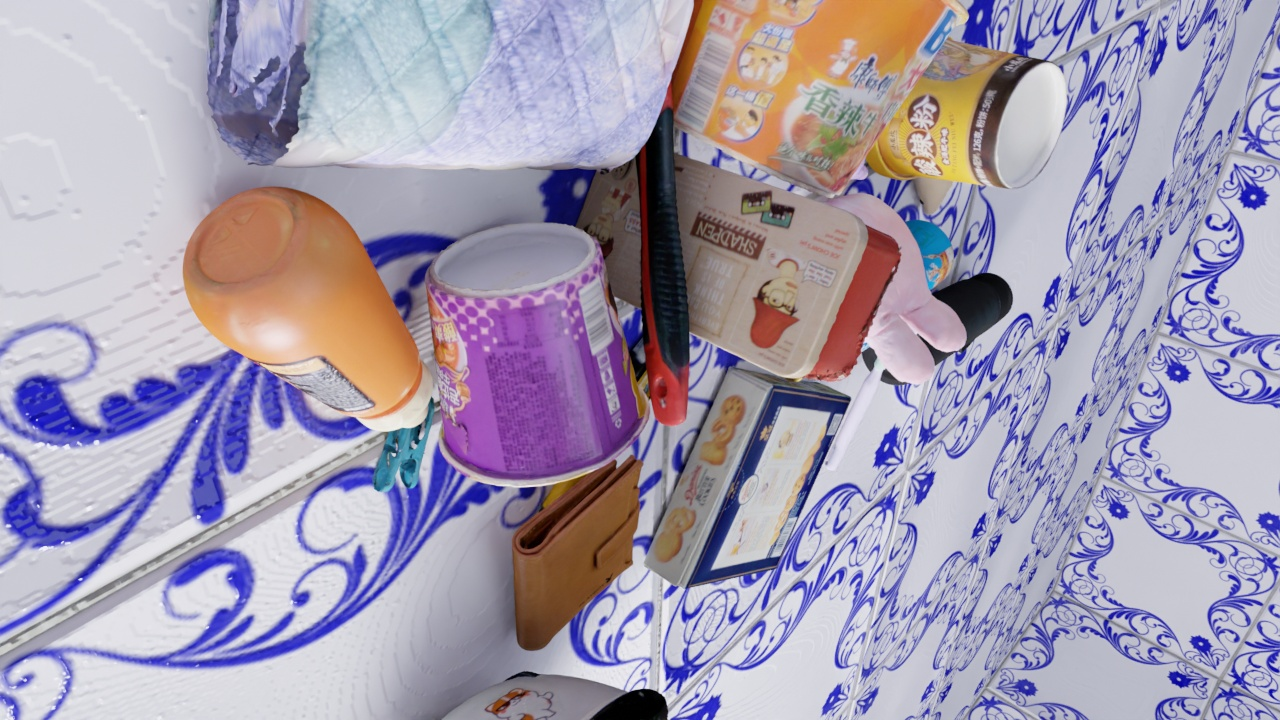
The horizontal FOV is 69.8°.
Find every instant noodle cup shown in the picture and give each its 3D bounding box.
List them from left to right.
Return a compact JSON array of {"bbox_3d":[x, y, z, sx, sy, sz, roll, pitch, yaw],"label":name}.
[{"bbox_3d":[-0.056,-0.009,0.457,0.111,0.112,0.099,-33,128,-36],"label":"instant noodle cup"},{"bbox_3d":[0.078,-0.163,0.491,0.151,0.151,0.111,0,121,-54],"label":"instant noodle cup"},{"bbox_3d":[0.251,-0.189,0.708,0.118,0.114,0.119,-20,123,-35],"label":"instant noodle cup"}]

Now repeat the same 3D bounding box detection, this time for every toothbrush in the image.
[{"bbox_3d":[0.204,0.032,0.821,0.029,0.021,0.190,-92,-165,-50],"label":"toothbrush"}]

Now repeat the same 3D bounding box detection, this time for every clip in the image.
[{"bbox_3d":[-0.123,0.043,0.479,0.047,0.014,0.057,4,109,-52],"label":"clip"}]

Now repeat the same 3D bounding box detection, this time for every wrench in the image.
[{"bbox_3d":[0.010,-0.103,0.454,0.016,0.056,0.273,-4,97,-29],"label":"wrench"}]

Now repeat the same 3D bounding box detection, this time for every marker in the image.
[{"bbox_3d":[-0.004,0.004,0.608,0.124,0.018,0.015,-52,147,-16],"label":"marker"}]

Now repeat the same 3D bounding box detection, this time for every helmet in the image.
[{"bbox_3d":[-0.087,0.315,0.595,0.229,0.157,0.274,-28,124,-49],"label":"helmet"}]

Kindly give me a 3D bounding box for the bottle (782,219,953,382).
[{"bbox_3d":[0.190,-0.050,0.789,0.218,0.065,0.065,-36,139,-33],"label":"bottle"}]

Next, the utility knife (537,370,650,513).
[{"bbox_3d":[-0.015,0.043,0.621,0.180,0.015,0.033,-56,150,-8],"label":"utility knife"}]

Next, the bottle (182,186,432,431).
[{"bbox_3d":[-0.129,-0.009,0.396,0.066,0.067,0.149,-51,153,-16],"label":"bottle"}]

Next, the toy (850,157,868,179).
[{"bbox_3d":[0.144,-0.179,0.657,0.083,0.039,0.108,-17,128,-37],"label":"toy"}]

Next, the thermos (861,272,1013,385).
[{"bbox_3d":[0.322,-0.029,0.976,0.241,0.068,0.090,-21,124,-45],"label":"thermos"}]

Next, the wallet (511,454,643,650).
[{"bbox_3d":[-0.042,0.130,0.619,0.107,0.031,0.132,-36,151,-32],"label":"wallet"}]

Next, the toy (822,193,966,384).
[{"bbox_3d":[0.186,-0.058,0.720,0.121,0.159,0.054,-35,177,-29],"label":"toy"}]

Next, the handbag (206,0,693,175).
[{"bbox_3d":[-0.065,-0.142,0.370,0.193,0.075,0.134,-11,126,-48],"label":"handbag"}]

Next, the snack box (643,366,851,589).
[{"bbox_3d":[0.099,0.100,0.790,0.182,0.046,0.178,11,104,-56],"label":"snack box"}]

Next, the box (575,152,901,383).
[{"bbox_3d":[0.049,-0.053,0.499,0.075,0.168,0.091,9,106,-53],"label":"box"}]

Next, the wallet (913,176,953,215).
[{"bbox_3d":[0.275,-0.197,0.836,0.087,0.024,0.115,-59,145,-7],"label":"wallet"}]
